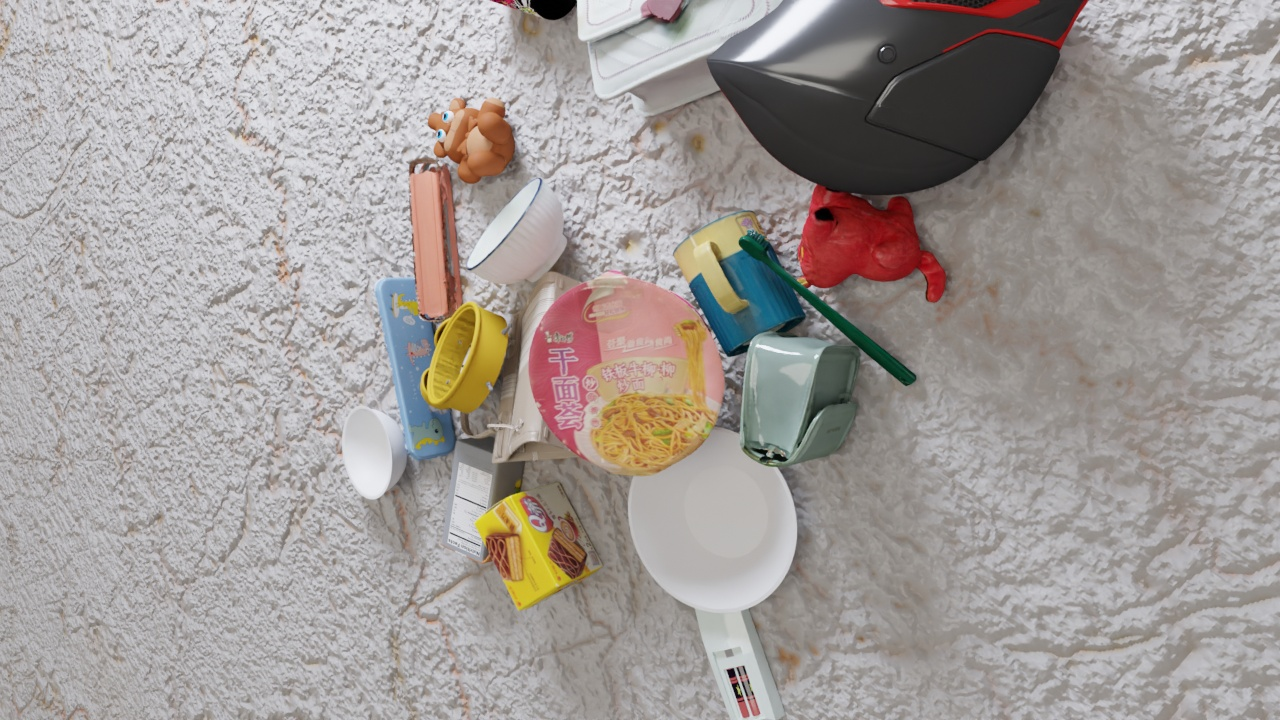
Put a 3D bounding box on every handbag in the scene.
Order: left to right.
[{"bbox_3d":[-0.132,0.025,0.957,0.198,0.062,0.175,-21,57,47],"label":"handbag"},{"bbox_3d":[0.045,-0.318,0.816,0.199,0.096,0.142,-14,85,33],"label":"handbag"},{"bbox_3d":[0.137,0.033,0.768,0.067,0.121,0.106,11,96,29],"label":"handbag"}]

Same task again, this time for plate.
[{"bbox_3d":[0.071,0.146,0.863,0.174,0.036,0.174,2,94,31],"label":"plate"}]

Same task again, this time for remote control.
[{"bbox_3d":[0.089,0.279,0.868,0.050,0.024,0.143,-24,81,30],"label":"remote control"}]

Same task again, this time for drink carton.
[{"bbox_3d":[-0.173,0.152,1.007,0.076,0.048,0.125,15,101,30],"label":"drink carton"}]

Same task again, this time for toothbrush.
[{"bbox_3d":[0.158,-0.045,0.769,0.190,0.017,0.016,40,154,-4],"label":"toothbrush"}]

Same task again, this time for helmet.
[{"bbox_3d":[0.182,-0.211,0.692,0.265,0.164,0.170,8,107,5],"label":"helmet"}]

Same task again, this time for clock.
[{"bbox_3d":[-0.188,0.000,0.972,0.152,0.052,0.113,-9,63,58],"label":"clock"}]

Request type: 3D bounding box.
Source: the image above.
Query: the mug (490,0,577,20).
[{"bbox_3d":[-0.114,-0.410,0.910,0.098,0.081,0.118,28,118,27],"label":"mug"}]

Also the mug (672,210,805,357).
[{"bbox_3d":[0.081,-0.066,0.799,0.083,0.113,0.107,-28,80,20],"label":"mug"}]

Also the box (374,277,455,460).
[{"bbox_3d":[-0.270,0.014,1.048,0.074,0.077,0.209,-16,84,36],"label":"box"}]

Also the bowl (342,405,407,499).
[{"bbox_3d":[-0.307,0.106,1.088,0.110,0.040,0.110,6,99,43],"label":"bowl"}]

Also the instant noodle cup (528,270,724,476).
[{"bbox_3d":[-0.005,0.005,0.831,0.179,0.077,0.179,5,108,15],"label":"instant noodle cup"}]

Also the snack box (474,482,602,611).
[{"bbox_3d":[-0.105,0.189,0.948,0.061,0.083,0.105,-37,75,28],"label":"snack box"}]

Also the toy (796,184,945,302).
[{"bbox_3d":[0.191,-0.087,0.771,0.133,0.087,0.094,29,141,8],"label":"toy"}]

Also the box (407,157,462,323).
[{"bbox_3d":[-0.226,-0.135,1.037,0.058,0.062,0.188,-3,89,6],"label":"box"}]

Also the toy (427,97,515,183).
[{"bbox_3d":[-0.187,-0.243,0.984,0.128,0.065,0.095,30,102,32],"label":"toy"}]

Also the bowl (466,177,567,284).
[{"bbox_3d":[-0.117,-0.121,0.934,0.062,0.117,0.118,39,119,-21],"label":"bowl"}]
